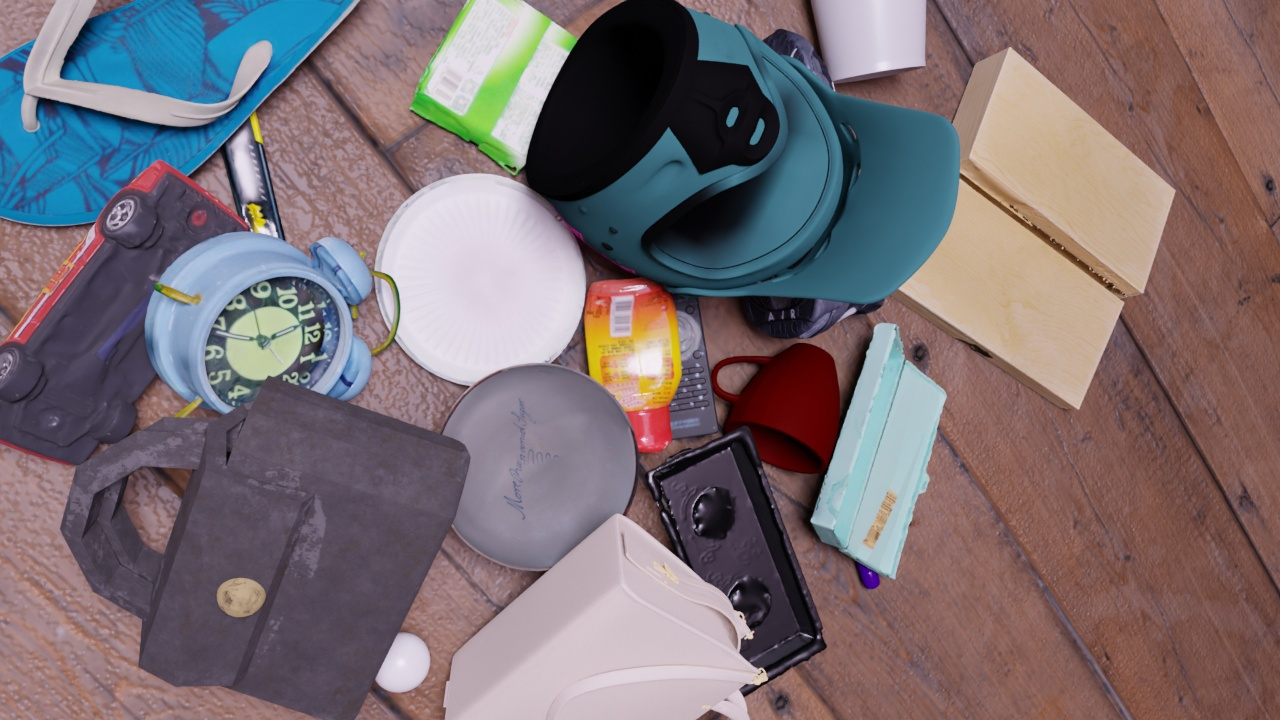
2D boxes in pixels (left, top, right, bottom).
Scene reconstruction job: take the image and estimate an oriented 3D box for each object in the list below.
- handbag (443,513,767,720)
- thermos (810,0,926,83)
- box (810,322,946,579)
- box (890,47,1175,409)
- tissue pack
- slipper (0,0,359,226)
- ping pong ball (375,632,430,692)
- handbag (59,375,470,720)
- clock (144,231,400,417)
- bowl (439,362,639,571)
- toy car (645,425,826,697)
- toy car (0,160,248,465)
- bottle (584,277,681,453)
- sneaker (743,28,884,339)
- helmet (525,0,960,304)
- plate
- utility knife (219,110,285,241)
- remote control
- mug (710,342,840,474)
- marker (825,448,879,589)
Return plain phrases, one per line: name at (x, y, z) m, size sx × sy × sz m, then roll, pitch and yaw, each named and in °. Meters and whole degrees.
handbag at (-0.006, 0.233, 0.654) m, size 0.198 × 0.101 × 0.195 m, roll 40°, pitch 108°, yaw -23°
thermos at (0.182, -0.348, 0.751) m, size 0.131 × 0.132 × 0.222 m, roll -14°, pitch 103°, yaw -23°
box at (0.205, 0.078, 0.787) m, size 0.139 × 0.052 × 0.186 m, roll 44°, pitch 63°, yaw -45°
box at (0.373, -0.118, 0.871) m, size 0.247 × 0.068 × 0.253 m, roll 29°, pitch 85°, yaw -19°
tissue pack at (-0.100, -0.208, 0.673) m, size 0.099 × 0.034 × 0.114 m, roll 30°, pitch 79°, yaw -21°
slipper at (-0.290, -0.188, 0.563) m, size 0.294 × 0.060 × 0.118 m, roll -42°, pitch 105°, yaw -10°
ping pong ball at (-0.167, 0.210, 0.640) m, size 0.040 × 0.040 × 0.040 m, roll 0°, pitch 90°, yaw -23°
handbag at (-0.229, 0.108, 0.540) m, size 0.199 × 0.102 × 0.198 m, roll 21°, pitch 114°, yaw -16°
clock at (-0.228, -0.022, 0.585) m, size 0.161 × 0.060 × 0.118 m, roll -21°, pitch 126°, yaw -43°
bowl at (-0.080, 0.075, 0.669) m, size 0.150 × 0.057 × 0.150 m, roll 0°, pitch 90°, yaw -22°
toy car at (0.065, 0.154, 0.722) m, size 0.094 × 0.071 × 0.192 m, roll -24°, pitch 99°, yaw -20°
toy car at (-0.320, -0.027, 0.558) m, size 0.189 × 0.056 × 0.081 m, roll -60°, pitch 146°, yaw -12°
bottle at (-0.004, 0.004, 0.702) m, size 0.071 × 0.048 × 0.134 m, roll -5°, pitch 95°, yaw -2°
sneaker at (0.158, -0.142, 0.757) m, size 0.150 × 0.097 × 0.252 m, roll 0°, pitch 83°, yaw -39°
helmet at (0.057, -0.127, 0.603) m, size 0.200 × 0.275 × 0.176 m, roll 23°, pitch 92°, yaw -27°
plate at (-0.116, -0.059, 0.677) m, size 0.156 × 0.014 × 0.157 m, roll 0°, pitch 90°, yaw -23°
utility knife at (-0.262, -0.126, 0.613) m, size 0.028 × 0.020 × 0.172 m, roll -15°, pitch 97°, yaw -20°
remote control at (0.030, -0.008, 0.731) m, size 0.045 × 0.021 × 0.140 m, roll -9°, pitch 94°, yaw 9°
mug at (0.112, 0.026, 0.743) m, size 0.114 × 0.087 × 0.088 m, roll 27°, pitch 70°, yaw -1°
marker at (0.182, 0.137, 0.802) m, size 0.015 × 0.018 × 0.134 m, roll -21°, pitch 95°, yaw -25°
